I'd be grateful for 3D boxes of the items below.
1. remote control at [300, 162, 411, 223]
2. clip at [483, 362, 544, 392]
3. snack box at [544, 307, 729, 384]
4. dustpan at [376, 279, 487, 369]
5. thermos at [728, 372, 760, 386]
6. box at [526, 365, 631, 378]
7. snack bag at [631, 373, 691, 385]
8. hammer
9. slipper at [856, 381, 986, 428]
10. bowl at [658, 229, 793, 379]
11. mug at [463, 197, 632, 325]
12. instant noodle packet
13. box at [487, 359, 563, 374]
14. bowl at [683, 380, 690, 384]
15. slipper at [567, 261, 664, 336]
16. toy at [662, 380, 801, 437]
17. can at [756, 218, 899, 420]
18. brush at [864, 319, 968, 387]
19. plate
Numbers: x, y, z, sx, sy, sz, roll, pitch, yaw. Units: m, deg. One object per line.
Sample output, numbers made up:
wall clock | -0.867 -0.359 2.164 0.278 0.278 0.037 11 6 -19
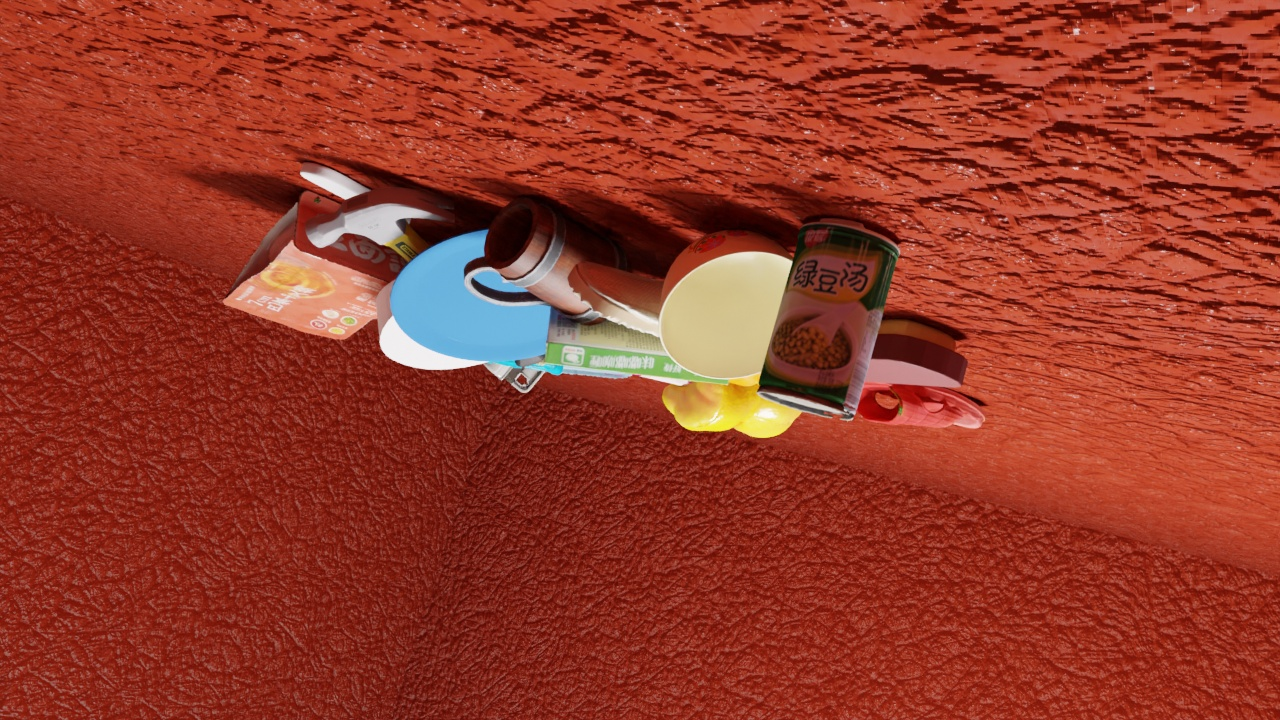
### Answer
remote control | -0.287 -0.168 0.933 0.043 0.013 0.136 13 173 31
clip | -0.185 -0.043 1.319 0.151 0.126 0.105 41 -179 -6
snack box | -0.005 -0.024 0.872 0.168 0.027 0.131 7 -157 -6
dustpan | -0.187 -0.070 1.066 0.258 0.053 0.191 -26 152 26
thermos | 0.068 -0.029 0.999 0.233 0.091 0.076 14 145 17
box | -0.046 -0.007 1.322 0.152 0.040 0.213 -20 161 40
snack bag | -0.006 0.005 0.942 0.070 0.016 0.196 18 -179 21
hammer | -0.189 -0.074 0.957 0.127 0.029 0.323 -19 147 17
slipper | 0.293 0.047 1.098 0.248 0.059 0.104 19 173 -13
bowl | 0.067 -0.054 0.691 0.118 0.118 0.074 19 -145 -25
mug | -0.086 -0.079 0.807 0.118 0.081 0.111 -30 142 29
instant noodle packet | -0.385 -0.088 1.110 0.164 0.083 0.222 20 142 -38
box | -0.192 -0.067 1.219 0.227 0.167 0.087 10 132 12
bowl | 0.019 -0.020 1.164 0.162 0.070 0.162 16 174 2
slipper | 0.061 -0.045 0.796 0.272 0.054 0.114 11 -159 -34
toy | 0.132 0.043 1.123 0.193 0.135 0.087 10 -140 -40
can | 0.124 -0.027 0.608 0.067 0.121 0.067 16 174 2
brush | 0.225 -0.009 0.859 0.082 0.042 0.174 19 173 -24
plate | -0.138 -0.069 0.930 0.224 0.024 0.225 -8 149 -5
